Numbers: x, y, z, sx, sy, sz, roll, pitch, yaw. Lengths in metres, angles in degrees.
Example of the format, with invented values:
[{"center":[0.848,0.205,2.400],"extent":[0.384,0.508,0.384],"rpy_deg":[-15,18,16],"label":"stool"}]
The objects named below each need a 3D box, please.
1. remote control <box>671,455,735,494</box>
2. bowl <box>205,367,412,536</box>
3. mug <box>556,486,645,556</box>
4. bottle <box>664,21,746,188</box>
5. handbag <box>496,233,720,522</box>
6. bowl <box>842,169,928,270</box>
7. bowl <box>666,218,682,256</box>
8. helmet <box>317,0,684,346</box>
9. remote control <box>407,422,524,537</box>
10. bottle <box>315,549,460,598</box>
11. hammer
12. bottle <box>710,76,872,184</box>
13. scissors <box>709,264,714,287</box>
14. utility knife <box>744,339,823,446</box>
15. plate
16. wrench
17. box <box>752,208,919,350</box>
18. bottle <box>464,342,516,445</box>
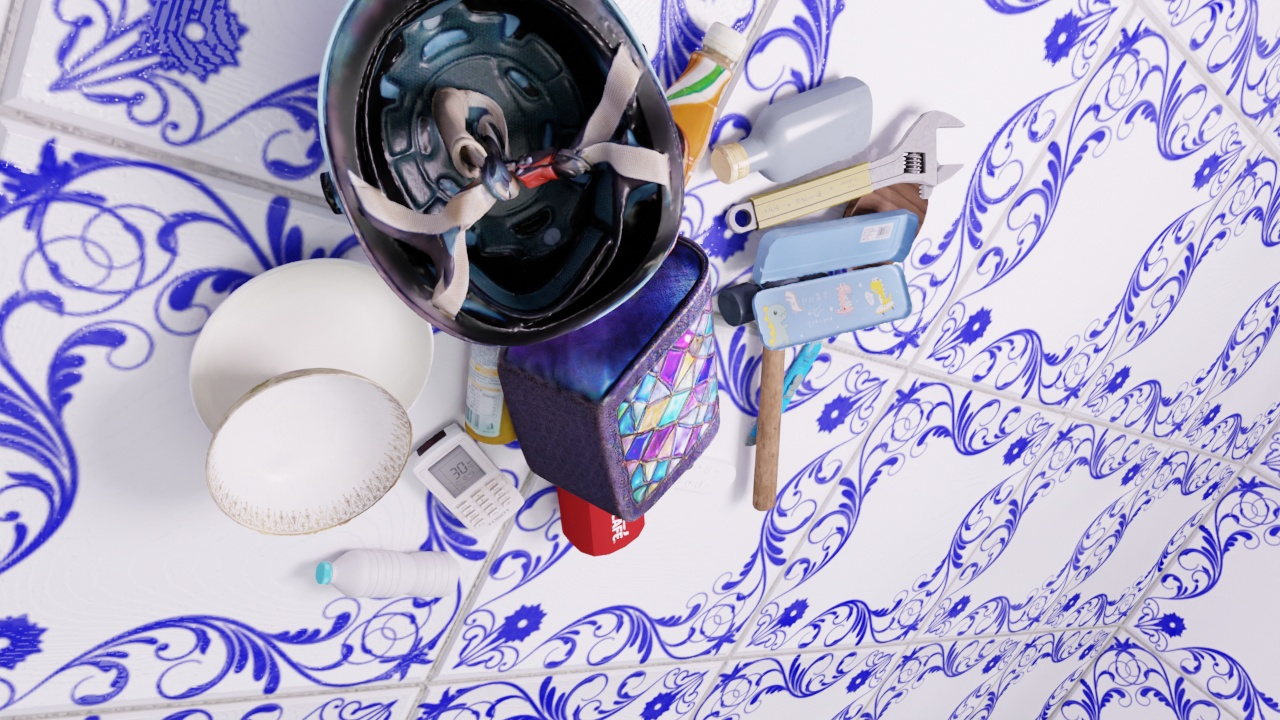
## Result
[{"center":[0.060,0.129,1.058],"extent":[0.136,0.013,0.043],"rpy_deg":[16,110,-43],"label":"remote control"},{"center":[-0.250,0.055,0.683],"extent":[0.145,0.063,0.145],"rpy_deg":[-20,131,-24],"label":"bowl"},{"center":[-0.029,0.129,0.945],"extent":[0.116,0.080,0.097],"rpy_deg":[-27,134,-28],"label":"mug"},{"center":[0.034,-0.198,0.765],"extent":[0.059,0.059,0.167],"rpy_deg":[16,110,-43],"label":"bottle"},{"center":[-0.005,0.005,0.815],"extent":[0.221,0.125,0.205],"rpy_deg":[-48,147,-31],"label":"handbag"},{"center":[0.253,-0.153,0.982],"extent":[0.119,0.032,0.119],"rpy_deg":[-19,130,-25],"label":"bowl"},{"center":[-0.029,-0.119,0.729],"extent":[0.122,0.122,0.035],"rpy_deg":[-54,157,9],"label":"bowl"},{"center":[-0.103,-0.149,0.620],"extent":[0.225,0.167,0.266],"rpy_deg":[-27,125,-10],"label":"helmet"},{"center":[-0.163,0.115,0.871],"extent":[0.060,0.025,0.138],"rpy_deg":[-38,136,-8],"label":"remote control"},{"center":[-0.237,0.201,0.865],"extent":[0.136,0.044,0.044],"rpy_deg":[13,112,-42],"label":"bottle"},{"center":[0.147,0.044,1.031],"extent":[0.129,0.040,0.322],"rpy_deg":[-21,128,-26],"label":"hammer"},{"center":[0.140,-0.205,0.849],"extent":[0.161,0.046,0.072],"rpy_deg":[-25,133,-20],"label":"bottle"},{"center":[0.032,-0.024,0.928],"extent":[0.064,0.033,0.174],"rpy_deg":[-11,124,-36],"label":"scissors"},{"center":[0.179,0.020,1.068],"extent":[0.031,0.015,0.198],"rpy_deg":[12,112,-45],"label":"utility knife"},{"center":[-0.253,-0.002,0.712],"extent":[0.182,0.034,0.183],"rpy_deg":[-19,130,-25],"label":"plate"},{"center":[0.207,-0.180,0.909],"extent":[0.273,0.018,0.083],"rpy_deg":[-19,100,-13],"label":"wrench"},{"center":[0.201,-0.086,0.943],"extent":[0.208,0.039,0.127],"rpy_deg":[-13,112,-29],"label":"box"},{"center":[-0.119,-0.017,0.789],"extent":[0.053,0.053,0.186],"rpy_deg":[-10,125,-32],"label":"bottle"}]
